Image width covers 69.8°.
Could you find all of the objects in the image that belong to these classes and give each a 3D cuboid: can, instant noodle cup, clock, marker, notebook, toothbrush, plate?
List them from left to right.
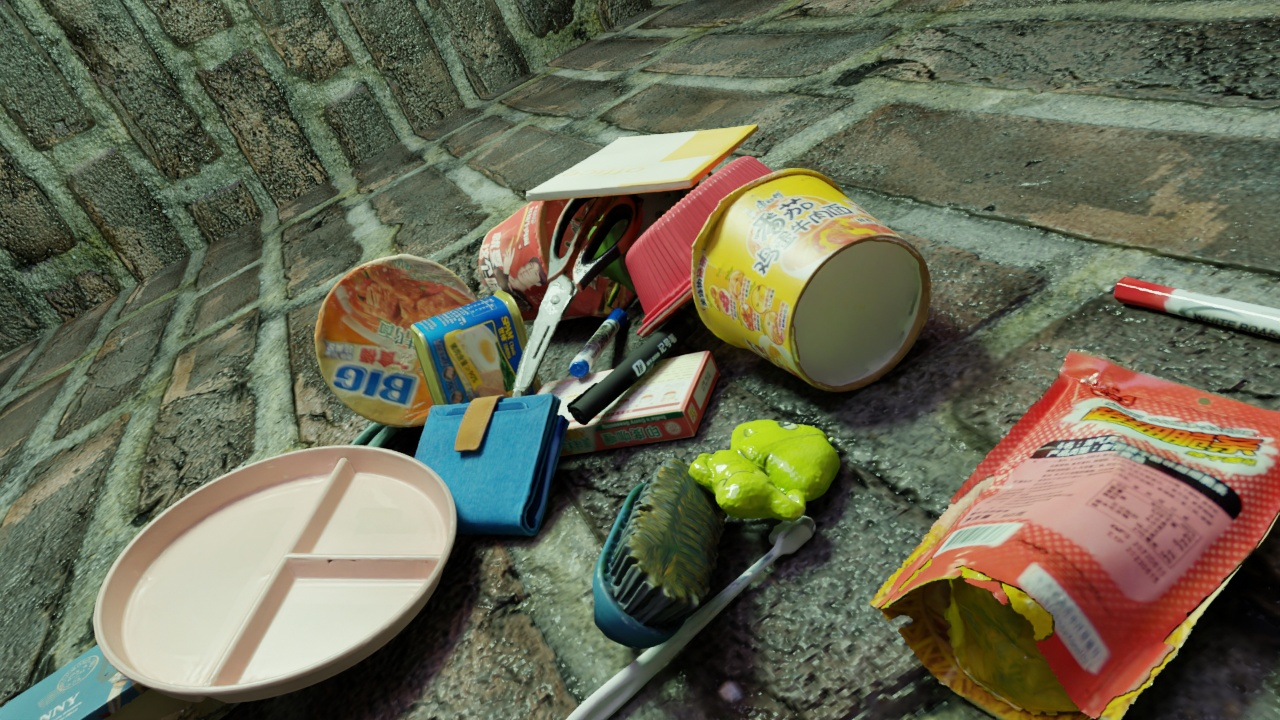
[{"bbox_3d":[-0.235,0.134,0.611,0.229,0.028,0.229,-4,32,2],"label":"plate"},{"bbox_3d":[-0.211,-0.022,0.850,0.151,0.151,0.111,-27,8,-1],"label":"instant noodle cup"},{"bbox_3d":[-0.137,0.003,0.769,0.083,0.102,0.057,-22,23,-21],"label":"can"},{"bbox_3d":[-0.085,-0.098,0.899,0.109,0.138,0.137,-14,27,41],"label":"instant noodle cup"},{"bbox_3d":[-0.035,-0.017,0.792,0.017,0.017,0.145,-17,15,18],"label":"marker"},{"bbox_3d":[-0.004,0.004,0.690,0.022,0.020,0.131,17,45,40],"label":"marker"},{"bbox_3d":[0.008,-0.175,0.802,0.146,0.010,0.205,0,25,24],"label":"notebook"},{"bbox_3d":[0.019,-0.127,0.862,0.160,0.116,0.056,-35,32,-27],"label":"clock"},{"bbox_3d":[0.026,0.139,0.485,0.179,0.016,0.016,-37,20,-20],"label":"toothbrush"},{"bbox_3d":[0.056,-0.101,0.751,0.194,0.066,0.194,-39,-1,-1],"label":"instant noodle cup"},{"bbox_3d":[0.119,-0.049,0.622,0.138,0.138,0.110,-31,34,-8],"label":"instant noodle cup"},{"bbox_3d":[0.328,-0.025,0.503,0.017,0.017,0.145,-33,27,-13],"label":"marker"}]

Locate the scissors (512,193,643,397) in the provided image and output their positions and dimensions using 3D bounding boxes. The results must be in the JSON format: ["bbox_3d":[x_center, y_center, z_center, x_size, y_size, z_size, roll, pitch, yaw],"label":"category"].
[{"bbox_3d":[-0.050,-0.060,0.751,0.182,0.015,0.209,-26,51,10],"label":"scissors"}]

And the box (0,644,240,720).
[{"bbox_3d":[-0.344,0.228,0.611,0.184,0.063,0.090,-33,26,-16],"label":"box"}]

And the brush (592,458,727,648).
[{"bbox_3d":[0.005,0.109,0.503,0.074,0.055,0.143,-53,2,22],"label":"brush"}]

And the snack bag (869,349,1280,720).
[{"bbox_3d":[0.205,0.064,0.407,0.207,0.073,0.129,-36,31,-29],"label":"snack bag"}]

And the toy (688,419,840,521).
[{"bbox_3d":[0.077,0.063,0.535,0.100,0.031,0.097,-8,28,-26],"label":"toy"}]

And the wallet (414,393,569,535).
[{"bbox_3d":[-0.118,0.078,0.678,0.133,0.040,0.106,-7,58,35],"label":"wallet"}]

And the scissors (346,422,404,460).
[{"bbox_3d":[-0.213,0.085,0.805,0.175,0.019,0.169,-24,27,8],"label":"scissors"}]

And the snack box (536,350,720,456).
[{"bbox_3d":[-0.021,0.036,0.705,0.156,0.027,0.076,-11,29,29],"label":"snack box"}]
